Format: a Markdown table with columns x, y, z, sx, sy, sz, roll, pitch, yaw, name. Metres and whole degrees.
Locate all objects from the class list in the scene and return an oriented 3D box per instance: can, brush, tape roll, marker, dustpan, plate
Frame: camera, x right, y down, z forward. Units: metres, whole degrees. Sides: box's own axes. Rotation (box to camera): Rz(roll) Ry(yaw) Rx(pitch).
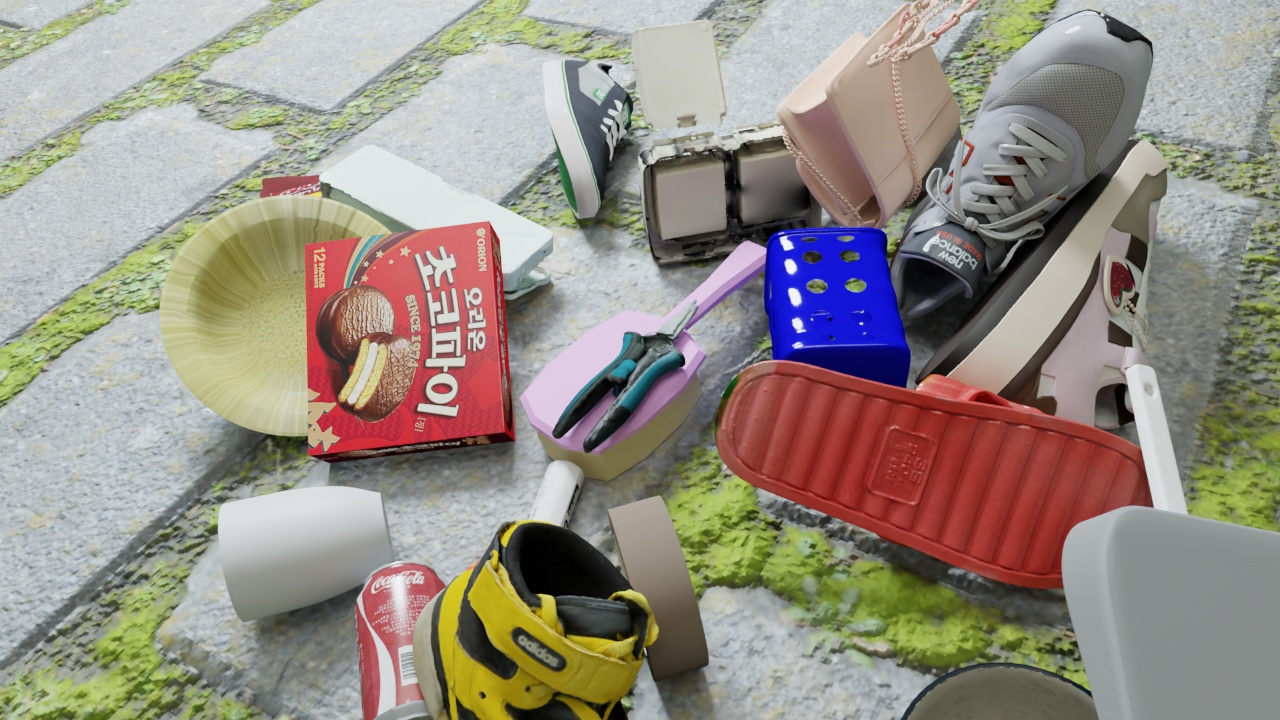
| x | y | z | sx | sy | sz | roll | pitch | yaw | name |
| --- | --- | --- | --- | --- | --- | --- | --- | --- | --- |
| -0.128 | 0.163 | 0.507 | 0.054 | 0.054 | 0.096 | -16 | 46 | -7 | can |
| 0.017 | -0.008 | 0.656 | 0.089 | 0.043 | 0.228 | 30 | 57 | 32 | brush |
| 0.009 | 0.122 | 0.497 | 0.030 | 0.094 | 0.093 | -15 | 46 | -6 | tape roll |
| -0.063 | 0.117 | 0.562 | 0.025 | 0.025 | 0.125 | 6 | 48 | 14 | marker |
| 0.275 | 0.113 | 0.442 | 0.163 | 0.033 | 0.257 | 12 | 61 | -16 | dustpan |
| -0.255 | -0.031 | 0.688 | 0.184 | 0.036 | 0.184 | 5 | 74 | -17 | plate |

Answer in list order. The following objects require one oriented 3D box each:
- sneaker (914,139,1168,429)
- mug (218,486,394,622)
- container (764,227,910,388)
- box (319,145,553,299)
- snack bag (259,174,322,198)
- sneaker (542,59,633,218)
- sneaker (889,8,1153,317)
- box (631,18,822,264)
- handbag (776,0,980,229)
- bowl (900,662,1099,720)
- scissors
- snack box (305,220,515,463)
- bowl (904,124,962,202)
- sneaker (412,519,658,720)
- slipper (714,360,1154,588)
| x | y | z | sx | sy | sz | roll | pitch | yaw | name |
| --- | --- | --- | --- | --- | --- | --- | --- | --- | --- |
| 0.310 | -0.041 | 0.618 | 0.116 | 0.112 | 0.292 | 42 | 57 | 8 | sneaker |
| -0.204 | 0.107 | 0.573 | 0.089 | 0.071 | 0.107 | -11 | 17 | -14 | mug |
| 0.131 | -0.022 | 0.625 | 0.085 | 0.085 | 0.113 | -2 | 47 | 5 | container |
| -0.167 | -0.111 | 0.745 | 0.199 | 0.073 | 0.085 | 26 | 17 | 16 | box |
| -0.299 | -0.112 | 0.815 | 0.139 | 0.067 | 0.207 | -9 | 36 | 8 | snack bag |
| -0.042 | -0.214 | 0.839 | 0.079 | 0.084 | 0.234 | -10 | 42 | -1 | sneaker |
| 0.230 | -0.102 | 0.601 | 0.089 | 0.240 | 0.124 | 34 | 66 | 7 | sneaker |
| 0.065 | -0.176 | 0.720 | 0.143 | 0.182 | 0.080 | -9 | 39 | -5 | box |
| 0.204 | -0.179 | 0.628 | 0.188 | 0.116 | 0.198 | -17 | 24 | 50 | handbag |
| 0.170 | 0.205 | 0.416 | 0.115 | 0.059 | 0.115 | -5 | 46 | 4 | bowl |
| -0.009 | 0.004 | 0.605 | 0.135 | 0.019 | 0.130 | -10 | 45 | -4 | scissors |
| -0.163 | -0.013 | 0.645 | 0.133 | 0.036 | 0.152 | -7 | 75 | 2 | snack box |
| 0.211 | -0.207 | 0.801 | 0.145 | 0.067 | 0.144 | -5 | 46 | 4 | bowl |
| -0.035 | 0.180 | 0.407 | 0.086 | 0.122 | 0.238 | 8 | 43 | -35 | sneaker |
| 0.166 | 0.060 | 0.533 | 0.249 | 0.103 | 0.059 | 14 | 7 | 7 | slipper |
